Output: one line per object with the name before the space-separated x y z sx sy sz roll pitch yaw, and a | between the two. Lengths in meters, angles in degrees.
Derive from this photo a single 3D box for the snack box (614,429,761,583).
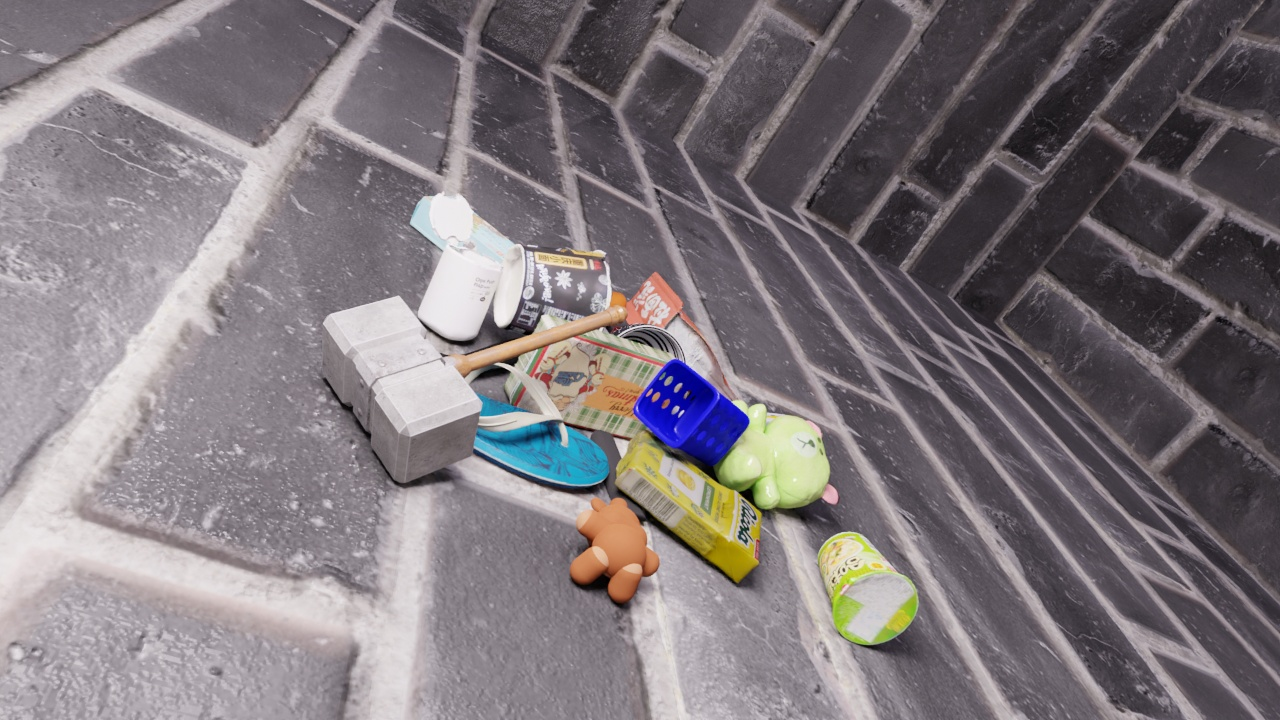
snack box | 0.057 0.156 1.036 0.181 0.045 0.121 38 19 -3

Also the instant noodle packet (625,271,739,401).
instant noodle packet | 0.081 -0.011 1.362 0.221 0.084 0.164 44 6 -25

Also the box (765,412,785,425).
box | 0.144 0.102 1.271 0.209 0.064 0.037 10 24 -44

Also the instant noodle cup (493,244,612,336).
instant noodle cup | -0.111 -0.080 1.120 0.112 0.137 0.137 11 30 -26

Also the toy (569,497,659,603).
toy | -0.028 0.177 0.901 0.095 0.065 0.127 37 12 -12

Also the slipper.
slipper | -0.156 0.052 0.970 0.295 0.060 0.118 27 26 -12

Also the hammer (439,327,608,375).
hammer | -0.140 -0.019 1.156 0.127 0.029 0.322 47 29 12

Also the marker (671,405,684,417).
marker | 0.051 0.072 1.268 0.145 0.017 0.017 24 23 -20

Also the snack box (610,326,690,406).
snack box | 0.009 0.009 1.323 0.051 0.032 0.141 9 32 -46

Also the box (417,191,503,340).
box | -0.224 -0.115 1.112 0.126 0.156 0.084 36 16 37

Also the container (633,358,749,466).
container | 0.063 0.065 1.094 0.084 0.085 0.113 41 3 32

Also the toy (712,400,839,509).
toy | 0.170 0.131 1.201 0.196 0.107 0.150 26 40 -40

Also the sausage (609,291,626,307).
sausage | -0.099 -0.102 1.360 0.164 0.044 0.039 22 -4 13

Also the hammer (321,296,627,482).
hammer | -0.137 -0.009 0.929 0.316 0.083 0.162 -21 55 -35

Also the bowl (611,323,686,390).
bowl | -0.007 0.007 1.205 0.120 0.120 0.066 23 4 -24

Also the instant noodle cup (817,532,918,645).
instant noodle cup | 0.256 0.257 1.068 0.099 0.099 0.108 27 15 -15

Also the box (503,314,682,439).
box | -0.051 0.025 1.095 0.205 0.118 0.051 18 24 -36

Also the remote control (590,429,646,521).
remote control | -0.026 0.130 1.040 0.033 0.015 0.146 20 25 -29

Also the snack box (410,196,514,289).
snack box | -0.243 -0.171 1.327 0.175 0.053 0.074 38 23 14
